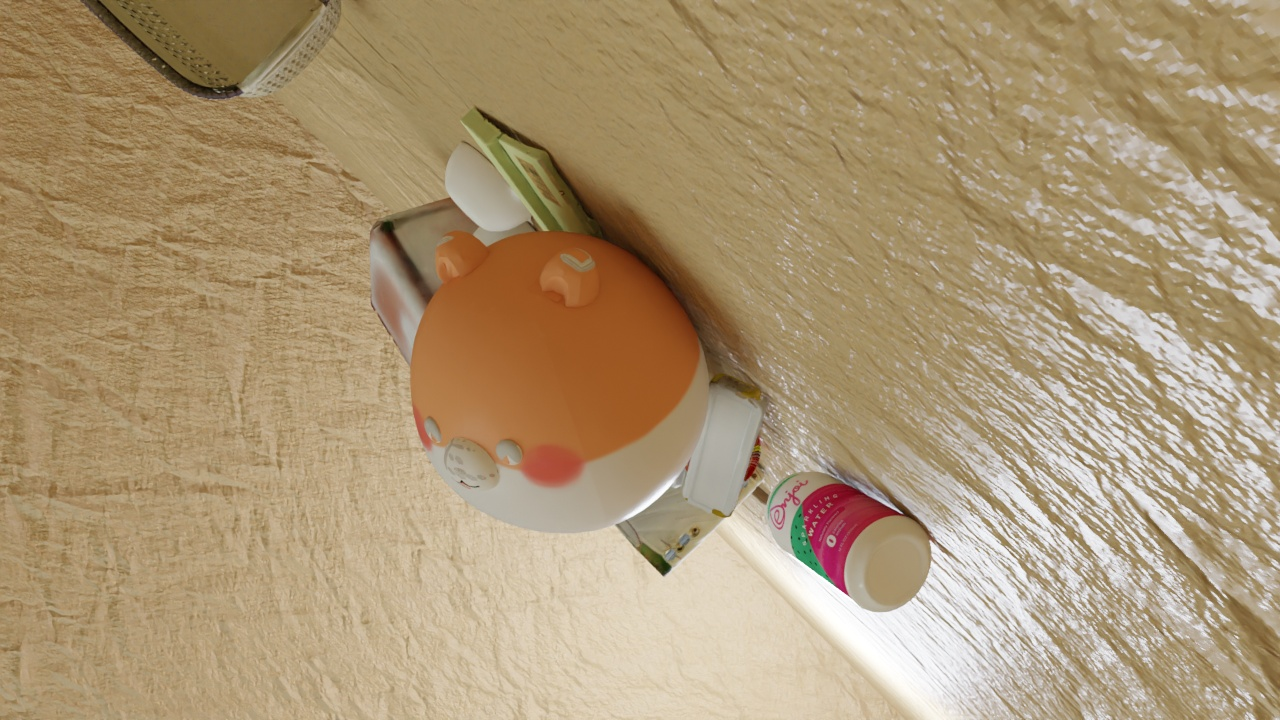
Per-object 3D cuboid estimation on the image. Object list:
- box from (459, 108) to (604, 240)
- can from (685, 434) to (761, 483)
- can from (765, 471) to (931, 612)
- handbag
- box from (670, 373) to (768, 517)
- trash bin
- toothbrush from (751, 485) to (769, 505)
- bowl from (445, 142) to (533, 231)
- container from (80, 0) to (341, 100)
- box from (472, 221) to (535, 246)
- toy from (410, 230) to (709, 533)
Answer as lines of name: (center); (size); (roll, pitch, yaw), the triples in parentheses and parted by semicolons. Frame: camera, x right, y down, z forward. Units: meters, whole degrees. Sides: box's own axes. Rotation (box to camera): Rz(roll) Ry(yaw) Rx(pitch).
box: (-0.087, -0.148, 0.873); (0.138, 0.030, 0.187); (40, 172, 40)
can: (0.075, 0.093, 1.091); (0.086, 0.086, 0.116); (49, 171, -35)
can: (0.188, 0.163, 0.854); (0.088, 0.088, 0.166); (47, 172, -22)
handbag: (0.068, 0.195, 1.271); (0.096, 0.198, 0.142); (50, 174, -21)
box: (0.064, 0.073, 0.949); (0.128, 0.045, 0.210); (42, 147, 27)
trash bin: (-0.241, -0.083, 1.236); (0.259, 0.181, 0.158); (53, 150, 26)
toothbrush: (0.140, 0.168, 1.426); (0.167, 0.016, 0.016); (41, 172, 27)
bowl: (-0.183, -0.190, 1.055); (0.114, 0.050, 0.115); (43, 173, 7)
container: (-0.388, -0.351, 0.815); (0.251, 0.185, 0.143); (45, -178, -7)
box: (-0.188, -0.113, 1.109); (0.095, 0.165, 0.084); (0, 138, 53)
toy: (-0.078, 0.014, 0.812); (0.263, 0.264, 0.281); (12, 136, 29)
